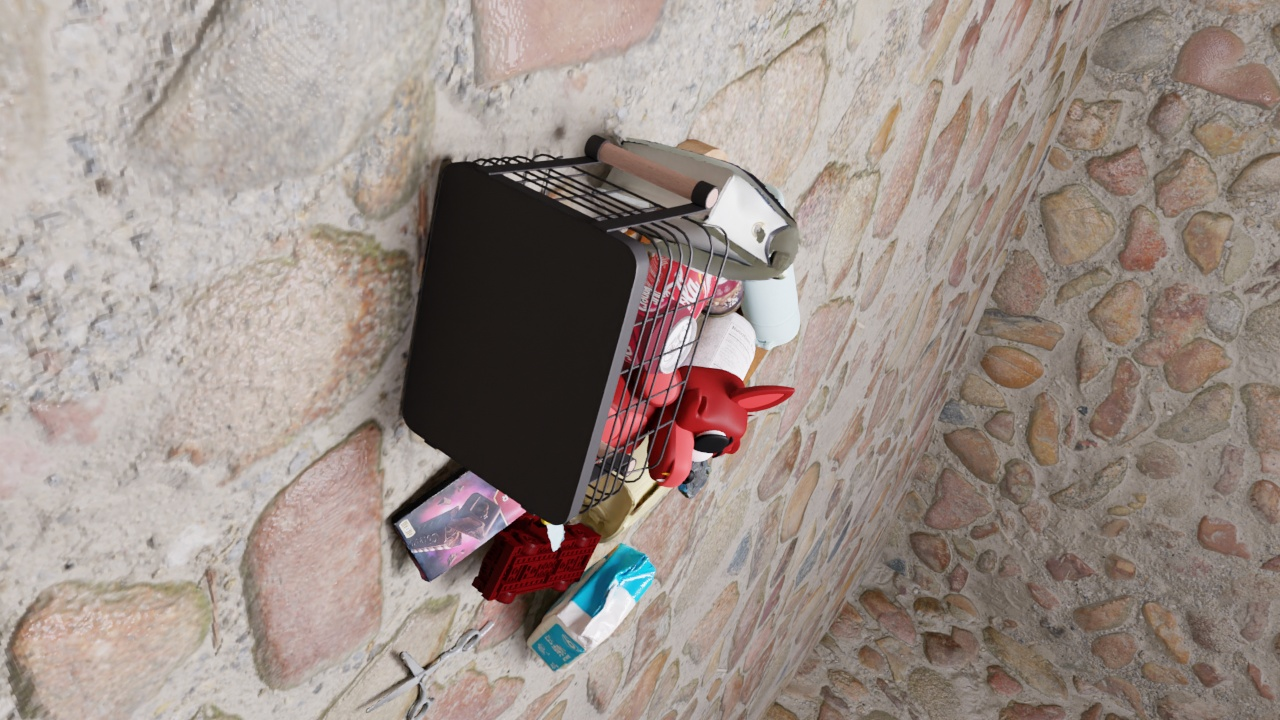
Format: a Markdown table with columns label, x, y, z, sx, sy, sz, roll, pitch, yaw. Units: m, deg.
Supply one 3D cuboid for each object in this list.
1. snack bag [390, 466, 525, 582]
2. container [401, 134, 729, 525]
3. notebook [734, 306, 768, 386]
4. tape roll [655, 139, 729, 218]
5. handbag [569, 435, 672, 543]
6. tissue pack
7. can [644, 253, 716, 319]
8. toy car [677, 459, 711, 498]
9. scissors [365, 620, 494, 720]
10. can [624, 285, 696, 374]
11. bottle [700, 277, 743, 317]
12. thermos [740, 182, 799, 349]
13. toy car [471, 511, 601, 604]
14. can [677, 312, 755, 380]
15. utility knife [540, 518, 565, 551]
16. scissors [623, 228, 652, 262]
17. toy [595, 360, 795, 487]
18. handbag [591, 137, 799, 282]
| label | x | y | z | sx | sy | sz | roll | pitch | yaw |
| --- | --- | --- | --- | --- | --- | --- | --- | --- | --- |
| snack bag | -0.131 | 0.114 | 0.769 | 0.155 | 0.018 | 0.075 | -36 | 129 | -22 |
| container | -0.053 | -0.023 | 0.650 | 0.130 | 0.163 | 0.242 | -23 | 135 | -53 |
| notebook | 0.089 | 0.012 | 1.110 | 0.249 | 0.014 | 0.178 | -56 | 149 | -11 |
| tape roll | 0.046 | -0.157 | 0.860 | 0.093 | 0.027 | 0.094 | -43 | 150 | -34 |
| handbag | -0.011 | 0.129 | 0.991 | 0.119 | 0.081 | 0.111 | -37 | 159 | -46 |
| tissue pack | -0.055 | 0.274 | 1.008 | 0.116 | 0.066 | 0.210 | -44 | 174 | -30 |
| can | 0.025 | -0.056 | 0.858 | 0.064 | 0.064 | 0.105 | -20 | 146 | -55 |
| toy car | 0.059 | 0.127 | 1.107 | 0.048 | 0.032 | 0.105 | -48 | 149 | -23 |
| scissors | -0.200 | 0.296 | 0.886 | 0.171 | 0.014 | 0.142 | -37 | 149 | -44 |
| can | -0.014 | -0.037 | 0.768 | 0.063 | 0.114 | 0.063 | -43 | 150 | -34 |
| bottle | 0.074 | -0.094 | 0.946 | 0.056 | 0.056 | 0.105 | -54 | 154 | -16 |
| thermos | 0.137 | -0.099 | 1.017 | 0.077 | 0.065 | 0.207 | -56 | 147 | -28 |
| toy car | -0.106 | 0.186 | 0.890 | 0.070 | 0.062 | 0.169 | -64 | 155 | 5 |
| can | 0.069 | 0.015 | 0.983 | 0.078 | 0.078 | 0.135 | 84 | 29 | -51 |
| utility knife | -0.089 | 0.094 | 0.815 | 0.030 | 0.017 | 0.175 | -27 | 114 | -37 |
| scissors | 0.001 | -0.084 | 0.869 | 0.073 | 0.012 | 0.131 | -59 | 157 | 2 |
| toy | 0.021 | 0.055 | 0.843 | 0.159 | 0.197 | 0.120 | 118 | -25 | -56 |
| handbag | 0.060 | -0.100 | 0.754 | 0.176 | 0.151 | 0.074 | 31 | 88 | -46 |
